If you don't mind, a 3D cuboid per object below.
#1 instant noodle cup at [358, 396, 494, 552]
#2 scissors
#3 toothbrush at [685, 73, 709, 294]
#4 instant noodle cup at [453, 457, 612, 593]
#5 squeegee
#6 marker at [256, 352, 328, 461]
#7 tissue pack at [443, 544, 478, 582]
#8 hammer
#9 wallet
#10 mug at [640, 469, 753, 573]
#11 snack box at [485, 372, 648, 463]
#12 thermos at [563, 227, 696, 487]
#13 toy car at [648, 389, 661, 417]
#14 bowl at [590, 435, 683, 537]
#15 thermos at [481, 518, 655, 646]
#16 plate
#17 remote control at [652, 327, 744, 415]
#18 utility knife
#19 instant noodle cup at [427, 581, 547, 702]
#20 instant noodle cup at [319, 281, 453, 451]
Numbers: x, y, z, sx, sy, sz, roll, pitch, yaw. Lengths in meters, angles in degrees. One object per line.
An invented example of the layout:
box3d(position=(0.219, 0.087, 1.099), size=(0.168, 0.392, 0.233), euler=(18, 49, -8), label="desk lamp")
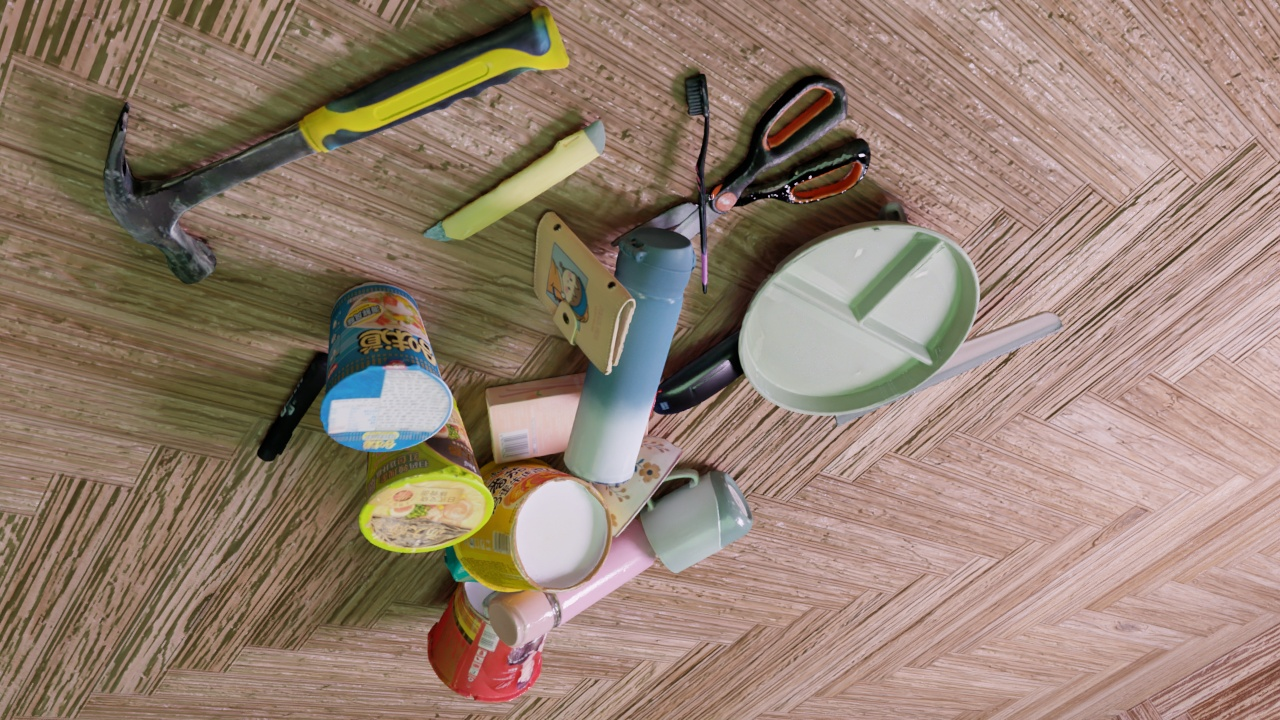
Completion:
box3d(position=(-0.196, 0.087, 0.812), size=(0.111, 0.123, 0.112), euler=(-12, 139, -10), label="instant noodle cup")
box3d(position=(0.092, -0.135, 0.762), size=(0.189, 0.021, 0.230), euler=(15, 127, -33), label="scissors")
box3d(position=(0.047, -0.134, 0.730), size=(0.018, 0.014, 0.189), euler=(-4, 126, -1), label="toothbrush")
box3d(position=(-0.100, 0.163, 0.892), size=(0.138, 0.138, 0.110), euler=(13, 170, -32), label="instant noodle cup")
box3d(position=(0.267, -0.068, 0.889), size=(0.248, 0.040, 0.250), euler=(-24, 133, 11), label="squeegee")
box3d(position=(-0.300, 0.043, 0.802), size=(0.022, 0.020, 0.132), euler=(4, 136, -48), label="marker")
box3d(position=(-0.148, 0.187, 0.990), size=(0.093, 0.050, 0.134), euler=(9, 131, -30), label="tissue pack")
box3d(position=(-0.204, -0.160, 0.616), size=(0.323, 0.031, 0.126), euler=(-23, 139, 3), label="hammer")
box3d(position=(-0.049, -0.051, 0.731), size=(0.024, 0.115, 0.087), euler=(-20, 144, -35), label="wallet")
box3d(position=(0.058, 0.169, 1.038), size=(0.106, 0.082, 0.112), euler=(-31, 106, 13), label="mug")
box3d(position=(-0.069, 0.052, 0.895), size=(0.157, 0.026, 0.085), euler=(-9, 136, -13), label="snack box")
box3d(position=(-0.009, -0.002, 0.772), size=(0.070, 0.070, 0.221), euler=(5, 115, -26), label="thermos")
box3d(position=(-0.005, 0.005, 0.837), size=(0.053, 0.045, 0.121), euler=(3, 116, -16), label="toy car")
box3d(position=(-0.014, 0.120, 0.948), size=(0.062, 0.113, 0.114), euler=(37, 123, 4), label="bowl")
box3d(position=(-0.080, 0.240, 1.010), size=(0.198, 0.087, 0.067), euler=(-24, 111, -39), label="thermos")
box3d(position=(0.202, -0.037, 0.860), size=(0.230, 0.027, 0.231), euler=(-5, 133, -6), label="plate")
box3d(position=(0.070, 0.012, 0.892), size=(0.136, 0.024, 0.053), euler=(-35, 140, -1), label="remote control")
box3d(position=(-0.095, -0.131, 0.700), size=(0.166, 0.018, 0.031), euler=(-32, 133, 11), label="utility knife")
box3d(position=(-0.163, 0.302, 1.050), size=(0.137, 0.137, 0.109), euler=(6, 124, -27), label="instant noodle cup")
box3d(position=(-0.204, -0.001, 0.725), size=(0.099, 0.109, 0.099), euler=(-11, 138, -10), label="instant noodle cup")
